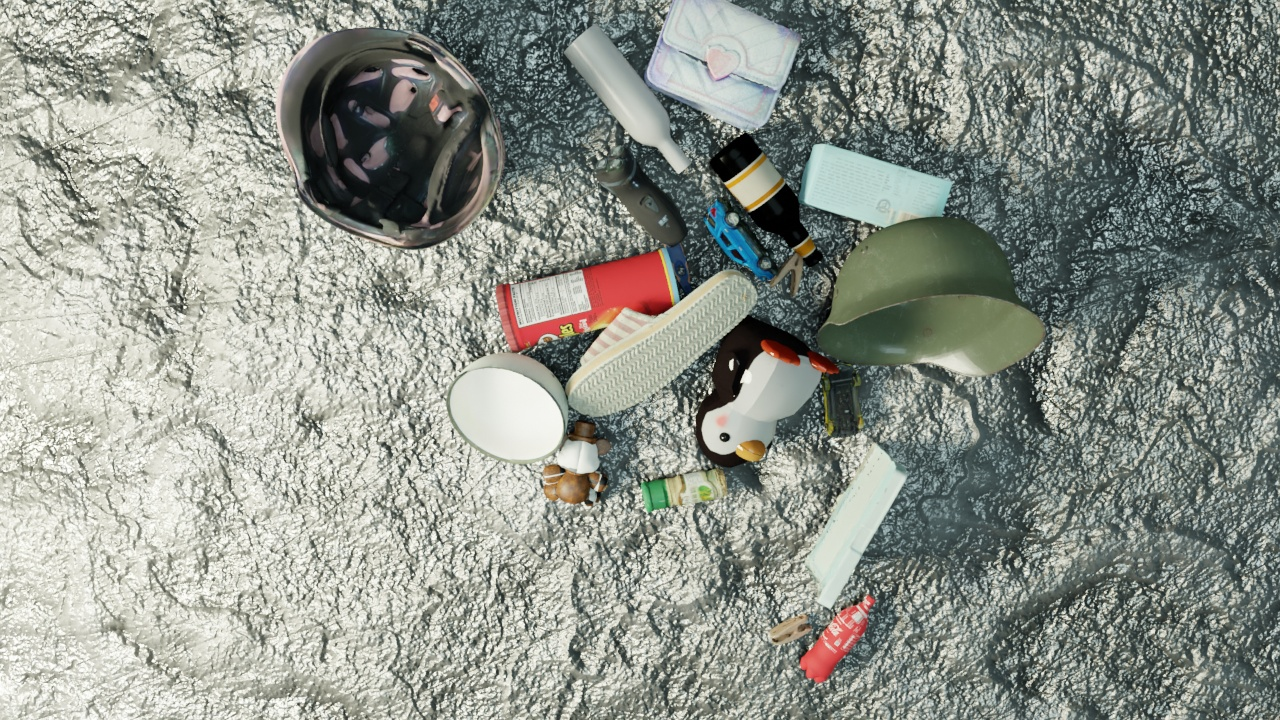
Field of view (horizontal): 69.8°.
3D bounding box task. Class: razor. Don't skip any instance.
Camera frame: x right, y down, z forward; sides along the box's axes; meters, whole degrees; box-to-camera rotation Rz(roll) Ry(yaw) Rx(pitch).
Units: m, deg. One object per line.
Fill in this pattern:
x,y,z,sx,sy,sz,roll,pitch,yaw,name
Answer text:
0.004,-0.197,1.117,0.053,0.063,0.140,-43,100,7,razor

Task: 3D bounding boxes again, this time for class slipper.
0.019,-0.027,1.111,0.263,0.052,0.115,-35,139,11,slipper

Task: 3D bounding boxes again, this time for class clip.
0.195,-0.111,1.167,0.049,0.026,0.061,-28,94,-6,clip
0.207,0.371,1.270,0.061,0.026,0.049,10,100,-6,clip

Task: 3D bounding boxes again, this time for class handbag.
0.096,-0.359,1.087,0.158,0.069,0.126,23,98,-5,handbag

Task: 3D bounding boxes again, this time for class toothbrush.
0.054,-0.106,1.164,0.021,0.017,0.135,-20,103,-1,toothbrush

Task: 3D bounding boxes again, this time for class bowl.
-0.158,0.050,1.144,0.153,0.072,0.154,7,127,9,bowl

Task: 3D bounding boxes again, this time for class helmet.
-0.274,-0.254,1.047,0.255,0.152,0.230,29,102,-7,helmet
0.330,-0.081,1.092,0.226,0.269,0.153,18,62,-28,helmet

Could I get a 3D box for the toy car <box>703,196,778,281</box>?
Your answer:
0.125,-0.148,1.141,0.044,0.056,0.120,-38,97,19,toy car

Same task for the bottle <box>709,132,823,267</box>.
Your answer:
0.162,-0.191,1.129,0.059,0.059,0.181,-39,101,5,bottle

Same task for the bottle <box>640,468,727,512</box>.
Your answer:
0.058,0.171,1.211,0.111,0.043,0.043,-10,102,-1,bottle

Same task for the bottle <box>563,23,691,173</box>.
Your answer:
-0.008,-0.307,1.099,0.052,0.052,0.195,-40,101,6,bottle

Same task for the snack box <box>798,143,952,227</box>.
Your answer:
0.289,-0.208,1.135,0.174,0.053,0.075,14,101,-7,snack box

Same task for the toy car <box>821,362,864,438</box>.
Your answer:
0.264,0.053,1.200,0.049,0.030,0.107,-7,109,0,toy car

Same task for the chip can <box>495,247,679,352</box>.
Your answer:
-0.064,-0.075,1.130,0.213,0.087,0.087,-14,102,-1,chip can

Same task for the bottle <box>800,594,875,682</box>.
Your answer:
0.276,0.381,1.266,0.042,0.042,0.141,35,98,-9,bottle

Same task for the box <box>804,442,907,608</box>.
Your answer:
0.277,0.211,1.181,0.044,0.136,0.197,28,99,-3,box

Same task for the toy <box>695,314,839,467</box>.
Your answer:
0.132,0.045,1.160,0.159,0.140,0.184,12,114,-38,toy

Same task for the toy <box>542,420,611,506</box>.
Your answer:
-0.081,0.134,1.189,0.087,0.067,0.112,10,92,-5,toy
